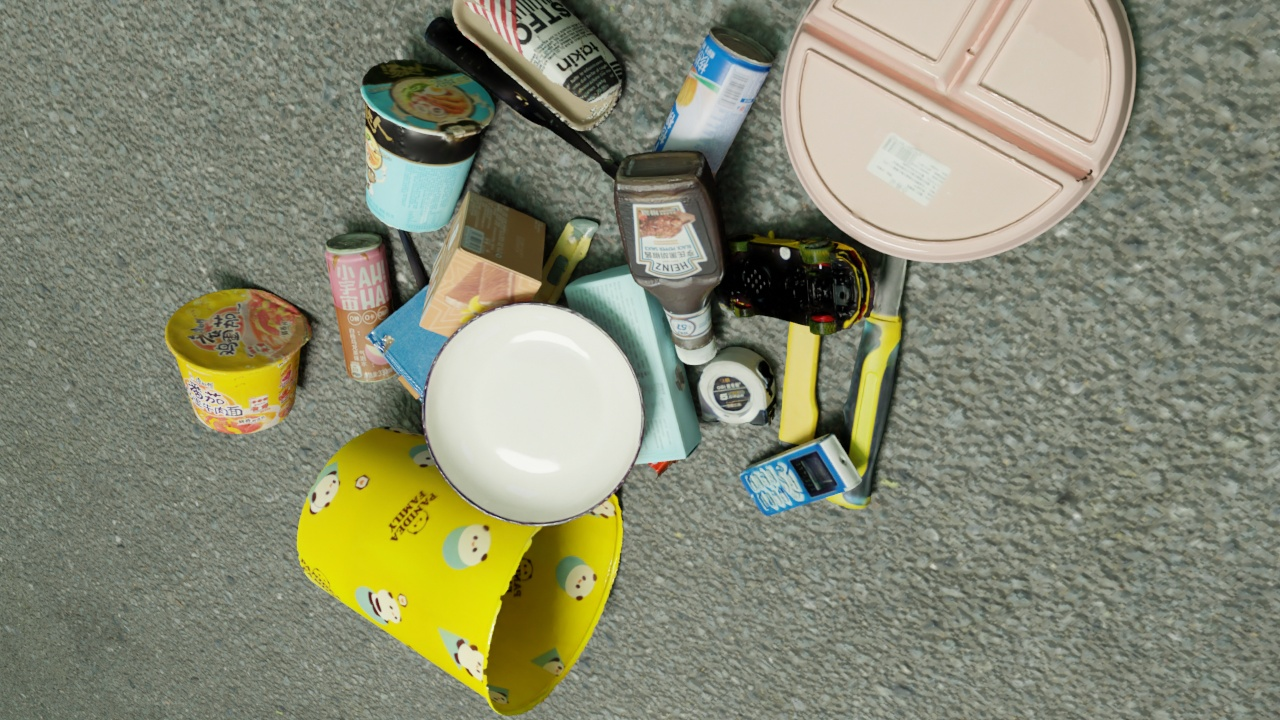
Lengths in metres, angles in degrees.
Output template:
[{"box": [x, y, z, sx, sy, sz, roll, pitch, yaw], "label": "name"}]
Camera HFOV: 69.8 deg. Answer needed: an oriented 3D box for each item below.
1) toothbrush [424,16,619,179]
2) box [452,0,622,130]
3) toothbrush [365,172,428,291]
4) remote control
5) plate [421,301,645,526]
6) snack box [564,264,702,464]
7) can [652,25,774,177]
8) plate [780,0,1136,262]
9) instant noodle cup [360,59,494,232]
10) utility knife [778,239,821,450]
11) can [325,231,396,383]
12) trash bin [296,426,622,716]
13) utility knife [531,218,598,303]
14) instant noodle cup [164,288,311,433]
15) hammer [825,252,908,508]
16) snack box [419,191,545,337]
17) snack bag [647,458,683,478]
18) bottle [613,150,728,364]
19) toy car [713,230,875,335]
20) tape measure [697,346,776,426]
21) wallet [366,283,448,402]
[{"box": [-0.093, -0.217, 0.775, 0.212, 0.027, 0.026, 38, 111, 3], "label": "toothbrush"}, {"box": [-0.088, -0.251, 0.734, 0.162, 0.076, 0.088, 39, 148, 3], "label": "box"}, {"box": [-0.229, -0.104, 0.909, 0.018, 0.015, 0.181, -8, 110, 36], "label": "toothbrush"}, {"box": [0.137, 0.101, 0.801, 0.049, 0.024, 0.125, 58, 146, 1], "label": "remote control"}, {"box": [-0.090, 0.045, 0.789, 0.192, 0.039, 0.192, 1, 97, 6], "label": "plate"}, {"box": [-0.005, 0.005, 0.813, 0.074, 0.051, 0.175, -9, 102, 24], "label": "snack box"}, {"box": [0.048, -0.181, 0.704, 0.053, 0.053, 0.135, 34, 125, 8], "label": "can"}, {"box": [0.205, -0.178, 0.617, 0.230, 0.028, 0.230, 6, 107, 21], "label": "plate"}, {"box": [-0.193, -0.179, 0.801, 0.111, 0.111, 0.121, 32, 132, 9], "label": "instant noodle cup"}, {"box": [0.140, -0.007, 0.771, 0.033, 0.015, 0.209, 13, 120, 22], "label": "utility knife"}, {"box": [-0.280, -0.053, 0.934, 0.058, 0.057, 0.147, 10, 119, 22], "label": "can"}, {"box": [-0.184, 0.191, 0.920, 0.255, 0.228, 0.230, 18, 122, 24], "label": "trash bin"}, {"box": [-0.082, -0.068, 0.856, 0.031, 0.018, 0.168, 40, 130, 11], "label": "utility knife"}, {"box": [-0.437, 0.006, 1.005, 0.138, 0.137, 0.110, 26, 131, 13], "label": "instant noodle cup"}, {"box": [0.193, -0.018, 0.729, 0.126, 0.031, 0.324, 15, 120, 21], "label": "hammer"}, {"box": [-0.138, -0.077, 0.815, 0.077, 0.092, 0.095, 21, 128, -20], "label": "snack box"}, {"box": [-0.004, 0.065, 0.875, 0.105, 0.026, 0.045, 43, 129, 3], "label": "snack bag"}, {"box": [0.031, -0.075, 0.734, 0.080, 0.043, 0.195, 0, 137, 15], "label": "bottle"}, {"box": [0.113, -0.065, 0.721, 0.156, 0.041, 0.071, 14, 120, 51], "label": "toy car"}, {"box": [0.084, 0.023, 0.804, 0.066, 0.033, 0.066, 5, 119, 23], "label": "tape measure"}, {"box": [-0.191, -0.004, 0.909, 0.106, 0.040, 0.133, -39, 96, 5], "label": "wallet"}]
